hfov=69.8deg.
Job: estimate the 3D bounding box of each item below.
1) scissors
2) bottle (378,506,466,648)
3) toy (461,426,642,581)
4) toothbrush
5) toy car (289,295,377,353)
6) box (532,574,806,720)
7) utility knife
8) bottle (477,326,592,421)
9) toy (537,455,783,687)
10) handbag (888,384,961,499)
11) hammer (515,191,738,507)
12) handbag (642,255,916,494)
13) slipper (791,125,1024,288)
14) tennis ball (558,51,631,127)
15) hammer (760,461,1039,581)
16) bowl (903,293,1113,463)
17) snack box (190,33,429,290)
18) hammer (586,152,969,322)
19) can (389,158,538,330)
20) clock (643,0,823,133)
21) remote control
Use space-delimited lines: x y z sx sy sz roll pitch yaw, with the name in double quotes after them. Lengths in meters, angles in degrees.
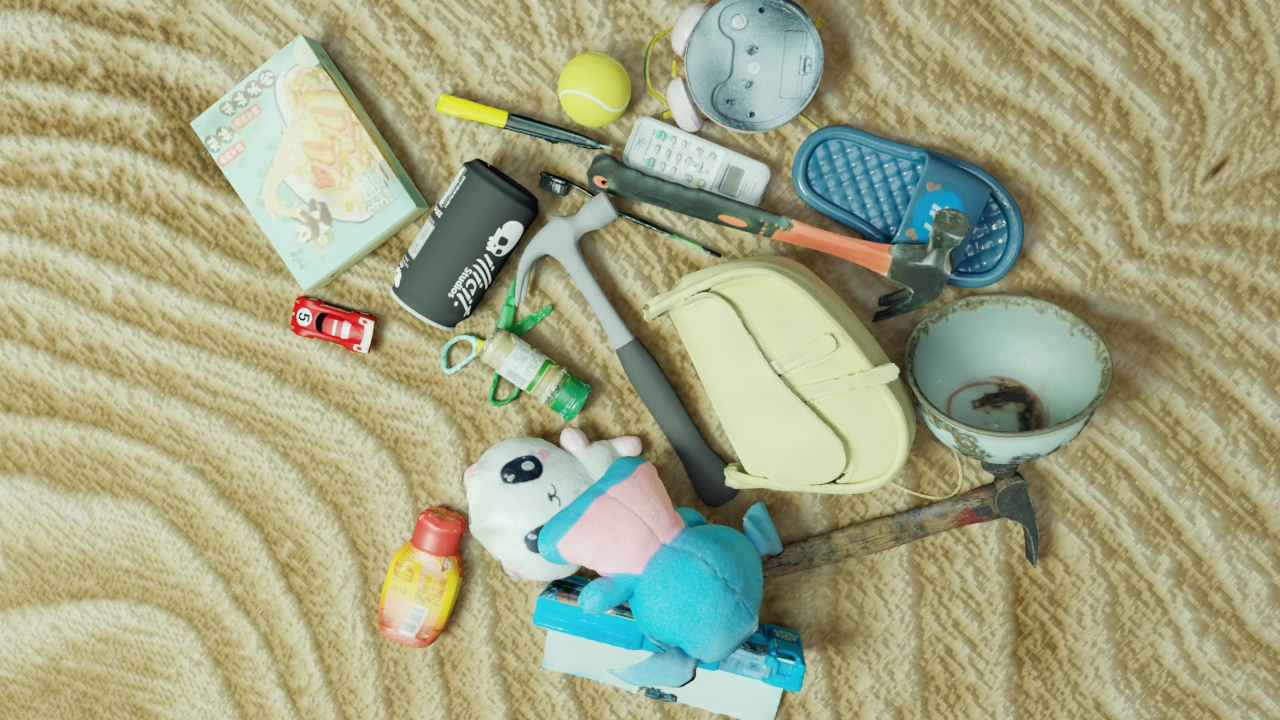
-0.143 -0.022 0.890 0.112 0.012 0.131 13 98 3 "scissors"
-0.213 0.212 0.907 0.071 0.048 0.134 20 99 4 "bottle"
-0.073 0.128 0.862 0.179 0.101 0.138 -22 80 -10 "toy"
-0.011 -0.133 0.858 0.188 0.014 0.017 25 112 4 "toothbrush"
-0.301 -0.035 0.901 0.089 0.025 0.038 15 98 5 "toy car"
0.021 0.284 0.859 0.243 0.114 0.114 13 93 6 "box"
-0.106 -0.218 0.853 0.174 0.028 0.020 16 102 6 "utility knife"
-0.100 0.012 0.865 0.110 0.042 0.043 35 100 -6 "bottle"
0.026 0.164 0.790 0.191 0.223 0.099 40 144 13 "toy"
0.226 0.064 0.847 0.178 0.027 0.084 43 101 -3 "handbag"
-0.005 0.005 0.860 0.125 0.029 0.311 -31 95 12 "hammer"
0.124 0.014 0.794 0.191 0.088 0.233 -24 98 21 "handbag"
0.236 -0.142 0.803 0.214 0.059 0.104 28 97 5 "slipper"
-0.041 -0.243 0.822 0.065 0.065 0.065 1 97 7 "tennis ball"
0.198 0.177 0.857 0.331 0.033 0.120 -18 101 11 "hammer"
0.307 0.030 0.785 0.160 0.159 0.094 -7 136 8 "bowl"
-0.314 -0.185 0.875 0.141 0.044 0.193 -33 92 11 "snack box"
0.105 -0.123 0.808 0.333 0.133 0.033 20 59 13 "hammer"
-0.162 -0.106 0.847 0.080 0.080 0.146 36 100 2 "can"
0.081 -0.256 0.806 0.158 0.058 0.117 4 93 7 "clock"
0.051 -0.178 0.840 0.133 0.022 0.050 23 98 4 "remote control"
